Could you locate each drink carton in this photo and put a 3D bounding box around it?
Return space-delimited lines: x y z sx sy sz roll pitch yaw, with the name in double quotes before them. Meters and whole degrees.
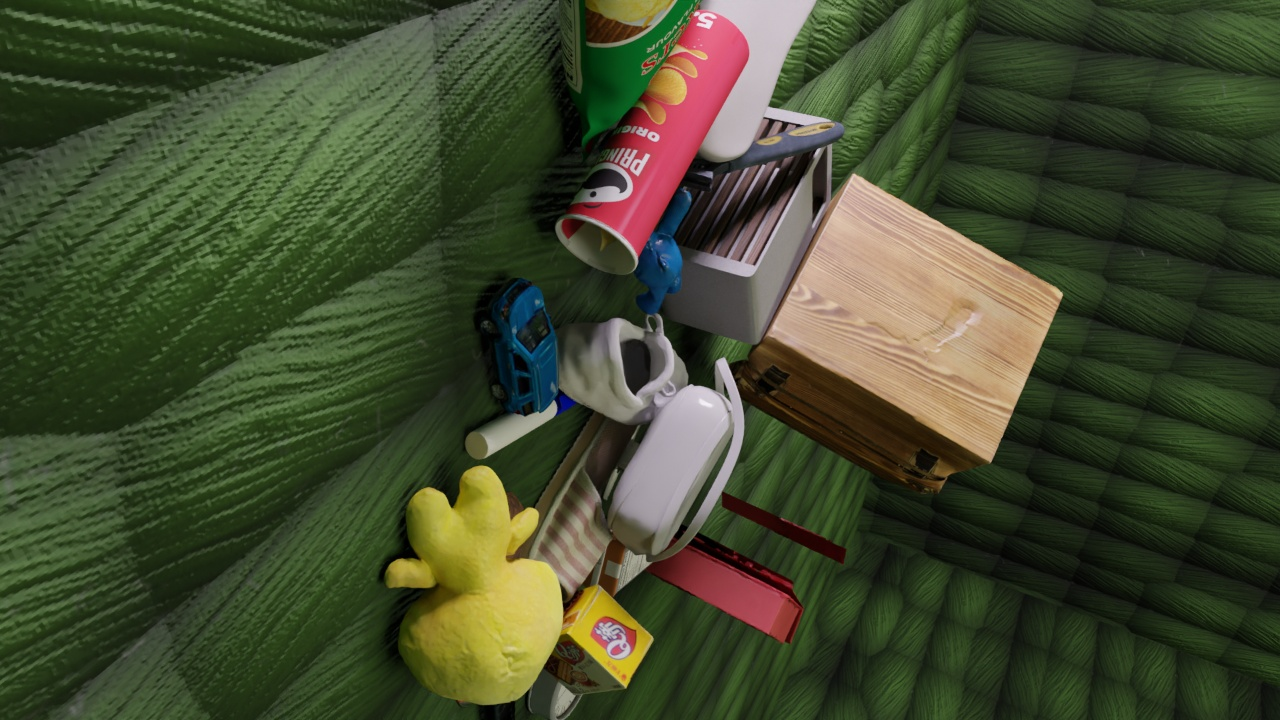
"drink carton" -0.019 0.213 1.055 0.124 0.048 0.076 -20 125 -63

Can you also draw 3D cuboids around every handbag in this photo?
"handbag" 0.052 0.114 0.964 0.215 0.095 0.222 -59 168 -7

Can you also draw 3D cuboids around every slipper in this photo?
"slipper" -0.005 0.005 0.873 0.246 0.075 0.112 21 76 -68
"slipper" -0.054 0.147 0.914 0.262 0.052 0.115 -63 156 -22
"slipper" 0.087 -0.306 0.867 0.113 0.081 0.265 22 79 -24

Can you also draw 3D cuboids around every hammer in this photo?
"hammer" -0.140 0.386 0.931 0.129 0.032 0.319 -45 146 -48

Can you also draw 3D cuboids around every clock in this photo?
"clock" -0.084 0.342 1.021 0.094 0.035 0.122 11 98 -69

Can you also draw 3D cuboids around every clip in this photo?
"clip" -0.015 0.107 1.014 0.102 0.052 0.058 -66 -173 -15

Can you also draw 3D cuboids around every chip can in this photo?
"chip can" 0.013 -0.177 0.733 0.220 0.069 0.069 -62 157 -20

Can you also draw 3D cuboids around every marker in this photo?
"marker" -0.096 0.049 0.767 0.132 0.027 0.023 -30 108 -59

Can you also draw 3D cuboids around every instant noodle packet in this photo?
"instant noodle packet" 0.004 -0.284 0.642 0.195 0.090 0.253 -62 173 -21

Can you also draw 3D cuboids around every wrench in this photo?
"wrench" 0.101 -0.198 0.887 0.272 0.073 0.022 -23 131 -33

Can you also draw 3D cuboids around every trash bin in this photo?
"trash bin" 0.115 -0.152 0.995 0.228 0.114 0.115 -60 156 -26

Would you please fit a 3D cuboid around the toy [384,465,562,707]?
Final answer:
"toy" -0.125 0.183 0.708 0.133 0.092 0.208 -19 106 -24

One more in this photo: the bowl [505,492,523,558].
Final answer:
"bowl" -0.126 0.167 0.791 0.114 0.026 0.102 -31 135 -59

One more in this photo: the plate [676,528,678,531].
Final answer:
"plate" 0.039 0.140 1.108 0.134 0.011 0.134 -7 89 -76

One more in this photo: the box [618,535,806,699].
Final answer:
"box" 0.079 0.318 1.167 0.153 0.214 0.165 -59 155 -14

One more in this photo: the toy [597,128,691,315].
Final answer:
"toy" -0.007 -0.102 0.799 0.112 0.071 0.176 -42 132 -15

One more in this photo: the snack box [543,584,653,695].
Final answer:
"snack box" -0.054 0.282 0.918 0.106 0.083 0.061 -33 -165 50

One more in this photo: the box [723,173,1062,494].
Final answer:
"box" 0.266 0.014 1.135 0.285 0.279 0.335 -60 -179 -18

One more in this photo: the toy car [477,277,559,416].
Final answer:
"toy car" -0.089 -0.009 0.714 0.056 0.044 0.120 -52 151 -40
